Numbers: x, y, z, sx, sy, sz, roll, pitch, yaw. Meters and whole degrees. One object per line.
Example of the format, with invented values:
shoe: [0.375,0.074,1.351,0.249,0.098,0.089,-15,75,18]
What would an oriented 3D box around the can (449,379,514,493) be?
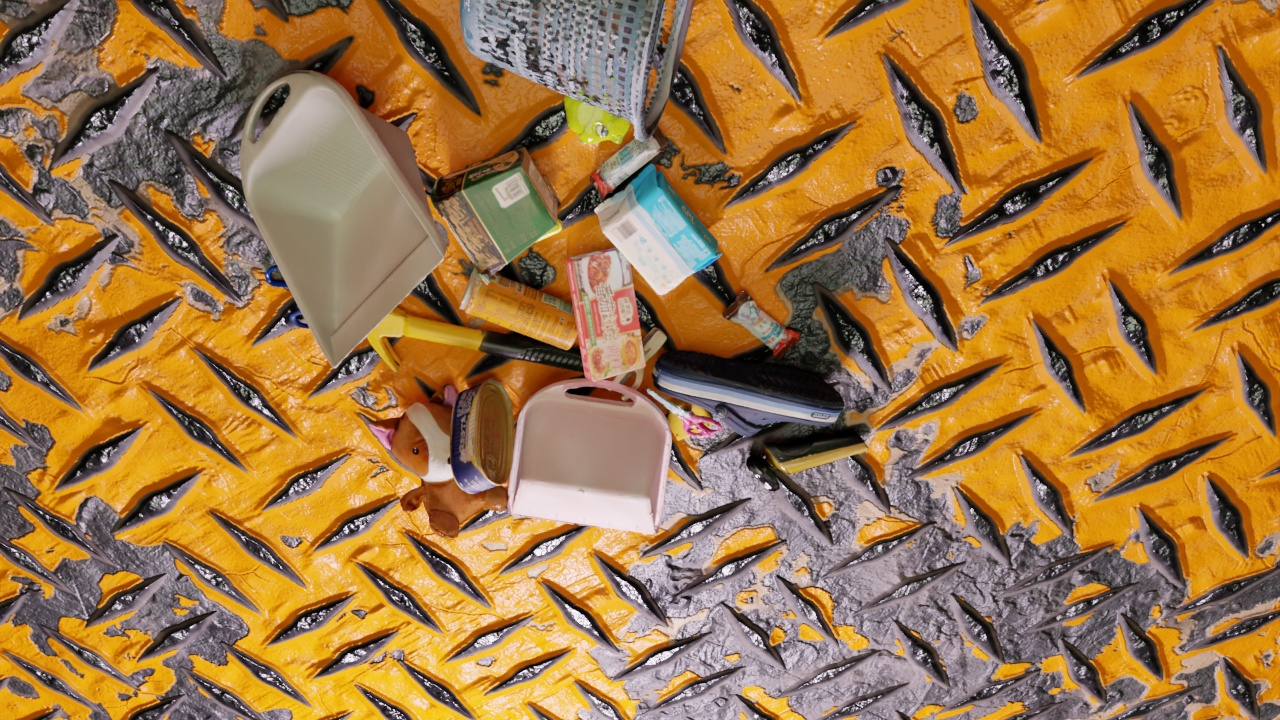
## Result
can: [-0.203,0.097,1.178,0.049,0.148,0.074,-21,144,26]

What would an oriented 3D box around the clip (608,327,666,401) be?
clip: [-0.007,0.010,1.174,0.035,0.094,0.103,39,125,-22]

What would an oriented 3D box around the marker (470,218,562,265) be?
marker: [-0.151,-0.141,1.107,0.124,0.015,0.018,-21,114,14]

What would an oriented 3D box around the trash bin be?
trash bin: [-0.058,-0.347,0.883,0.195,0.226,0.227,16,121,5]

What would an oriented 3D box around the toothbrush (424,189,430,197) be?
toothbrush: [-0.287,-0.211,1.065,0.185,0.012,0.017,29,128,-17]

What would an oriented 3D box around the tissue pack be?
tissue pack: [0.023,-0.151,1.075,0.090,0.063,0.140,-34,114,20]

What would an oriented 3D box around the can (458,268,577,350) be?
can: [-0.145,-0.063,1.130,0.146,0.058,0.058,21,119,-13]

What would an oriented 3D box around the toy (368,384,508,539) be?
toy: [-0.264,0.137,1.221,0.139,0.131,0.200,-30,113,-26]

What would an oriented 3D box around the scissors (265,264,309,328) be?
scissors: [-0.385,-0.091,1.119,0.155,0.012,0.167,36,126,-12]

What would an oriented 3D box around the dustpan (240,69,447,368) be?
dustpan: [-0.339,-0.168,0.976,0.142,0.257,0.223,20,134,-42]

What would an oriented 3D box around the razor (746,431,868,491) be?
razor: [0.229,0.134,1.261,0.167,0.062,0.067,-14,89,2]

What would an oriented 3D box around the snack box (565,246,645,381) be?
snack box: [-0.041,-0.057,1.115,0.075,0.025,0.153,-15,108,-23]

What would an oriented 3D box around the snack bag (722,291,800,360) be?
snack bag: [0.154,-0.045,1.163,0.105,0.026,0.045,36,118,-18]

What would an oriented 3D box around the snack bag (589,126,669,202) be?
snack bag: [-0.015,-0.226,1.042,0.104,0.048,0.026,-37,148,16]

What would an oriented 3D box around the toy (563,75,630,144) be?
toy: [-0.050,-0.287,1.009,0.096,0.031,0.100,26,114,-11]

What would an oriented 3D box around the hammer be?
hammer: [-0.201,-0.024,1.169,0.300,0.032,0.129,11,121,-7]

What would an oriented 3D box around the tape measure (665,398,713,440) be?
tape measure: [0.064,0.077,1.236,0.060,0.028,0.057,-24,118,13]

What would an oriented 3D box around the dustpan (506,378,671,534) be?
dustpan: [-0.063,0.134,1.245,0.222,0.138,0.274,9,159,-3]

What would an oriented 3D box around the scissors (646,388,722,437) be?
scissors: [0.052,0.068,1.183,0.054,0.017,0.133,-21,137,36]

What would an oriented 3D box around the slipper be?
slipper: [0.136,0.054,1.177,0.253,0.105,0.095,12,113,-5]

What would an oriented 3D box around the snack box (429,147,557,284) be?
snack box: [-0.156,-0.174,1.031,0.106,0.117,0.118,-27,117,10]
